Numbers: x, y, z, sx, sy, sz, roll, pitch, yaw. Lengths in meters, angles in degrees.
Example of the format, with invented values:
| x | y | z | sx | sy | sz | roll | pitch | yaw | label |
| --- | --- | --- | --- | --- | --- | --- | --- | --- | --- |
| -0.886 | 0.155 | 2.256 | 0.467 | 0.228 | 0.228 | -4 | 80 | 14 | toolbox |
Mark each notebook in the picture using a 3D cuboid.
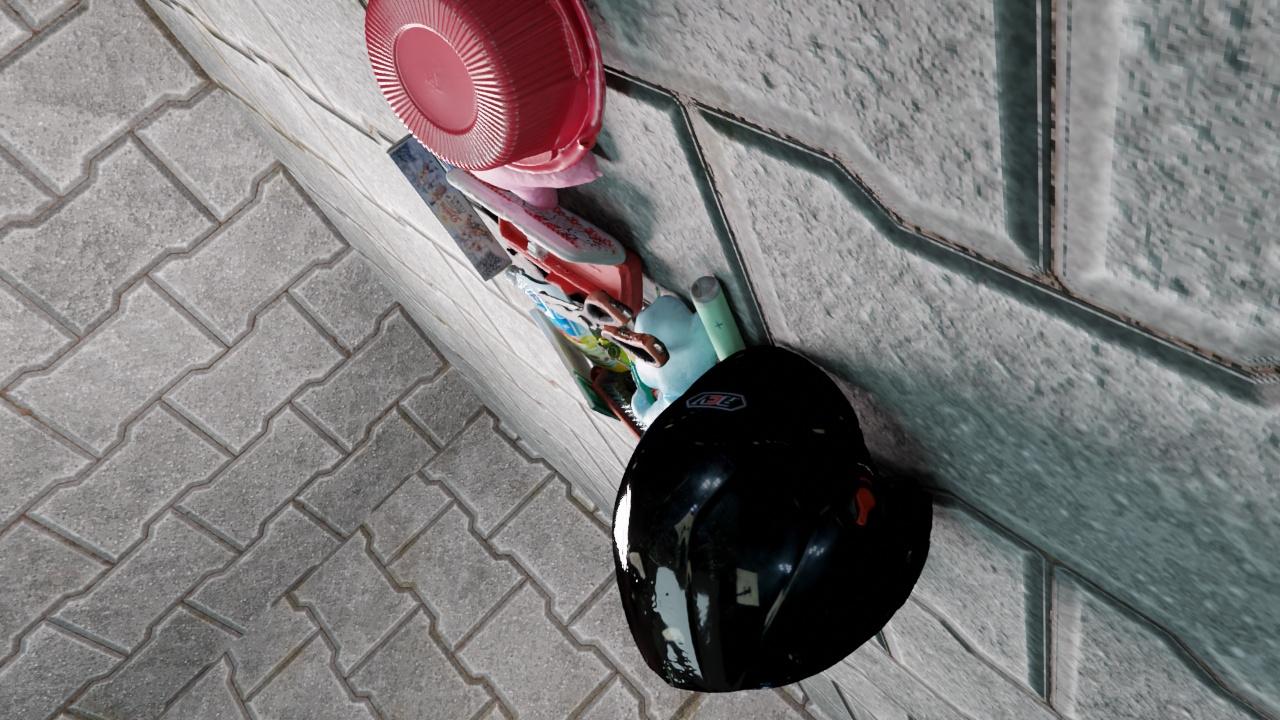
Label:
| x | y | z | sx | sy | sz | roll | pitch | yaw | label |
| --- | --- | --- | --- | --- | --- | --- | --- | --- | --- |
| -0.082 | 0.011 | 1.236 | 0.150 | 0.012 | 0.209 | 58 | -177 | 11 | notebook |

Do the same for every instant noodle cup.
| x | y | z | sx | sy | sz | roll | pitch | yaw | label |
| --- | --- | --- | --- | --- | --- | --- | --- | --- | --- |
| -0.117 | -0.200 | 0.615 | 0.194 | 0.065 | 0.194 | 28 | 142 | 24 | instant noodle cup |

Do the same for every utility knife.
| x | y | z | sx | sy | sz | roll | pitch | yaw | label |
| --- | --- | --- | --- | --- | --- | --- | --- | --- | --- |
| -0.006 | 0.006 | 1.032 | 0.029 | 0.013 | 0.179 | -35 | -76 | -81 | utility knife |

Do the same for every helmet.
| x | y | z | sx | sy | sz | roll | pitch | yaw | label |
| --- | --- | --- | --- | --- | --- | --- | --- | --- | --- |
| 0.087 | 0.135 | 0.752 | 0.234 | 0.229 | 0.275 | 4 | 110 | 46 | helmet |

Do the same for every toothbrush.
| x | y | z | sx | sy | sz | roll | pitch | yaw | label |
| --- | --- | --- | --- | --- | --- | --- | --- | --- | --- |
| 0.089 | 0.005 | 0.829 | 0.026 | 0.027 | 0.224 | 53 | 175 | 42 | toothbrush |

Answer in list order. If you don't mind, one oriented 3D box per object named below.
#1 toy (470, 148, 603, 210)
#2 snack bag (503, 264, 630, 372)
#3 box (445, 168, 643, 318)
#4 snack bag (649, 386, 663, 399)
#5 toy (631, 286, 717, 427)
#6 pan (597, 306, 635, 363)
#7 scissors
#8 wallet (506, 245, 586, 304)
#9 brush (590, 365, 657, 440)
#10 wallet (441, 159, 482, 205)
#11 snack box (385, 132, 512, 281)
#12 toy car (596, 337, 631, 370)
| x | y | z | sx | sy | sz | roll | pitch | yaw | label |
| --- | --- | --- | --- | --- | --- | --- | --- | --- | --- |
| -0.106 | -0.184 | 0.768 | 0.178 | 0.074 | 0.195 | 30 | 168 | 16 | toy |
| -0.085 | -0.051 | 1.112 | 0.110 | 0.039 | 0.191 | 34 | 172 | 44 | snack bag |
| -0.088 | -0.123 | 0.894 | 0.201 | 0.073 | 0.154 | 35 | 173 | 34 | box |
| 0.045 | 0.048 | 1.105 | 0.048 | 0.026 | 0.104 | 36 | 174 | -29 | snack bag |
| 0.031 | 0.009 | 0.881 | 0.162 | 0.049 | 0.156 | -27 | 88 | 51 | toy |
| 0.065 | 0.070 | 0.981 | 0.357 | 0.078 | 0.198 | 61 | 166 | -7 | pan |
| -0.051 | -0.047 | 0.875 | 0.207 | 0.015 | 0.192 | 38 | 167 | 19 | scissors |
| -0.102 | -0.101 | 1.084 | 0.096 | 0.020 | 0.122 | 44 | 167 | -31 | wallet |
| -0.007 | 0.059 | 1.219 | 0.069 | 0.063 | 0.146 | 2 | 138 | 51 | brush |
| -0.209 | -0.235 | 1.008 | 0.133 | 0.040 | 0.106 | 52 | 175 | -25 | wallet |
| -0.230 | -0.185 | 1.113 | 0.182 | 0.046 | 0.178 | 54 | 176 | -15 | snack box |
| -0.003 | 0.001 | 1.070 | 0.105 | 0.032 | 0.048 | 31 | 177 | -1 | toy car |
